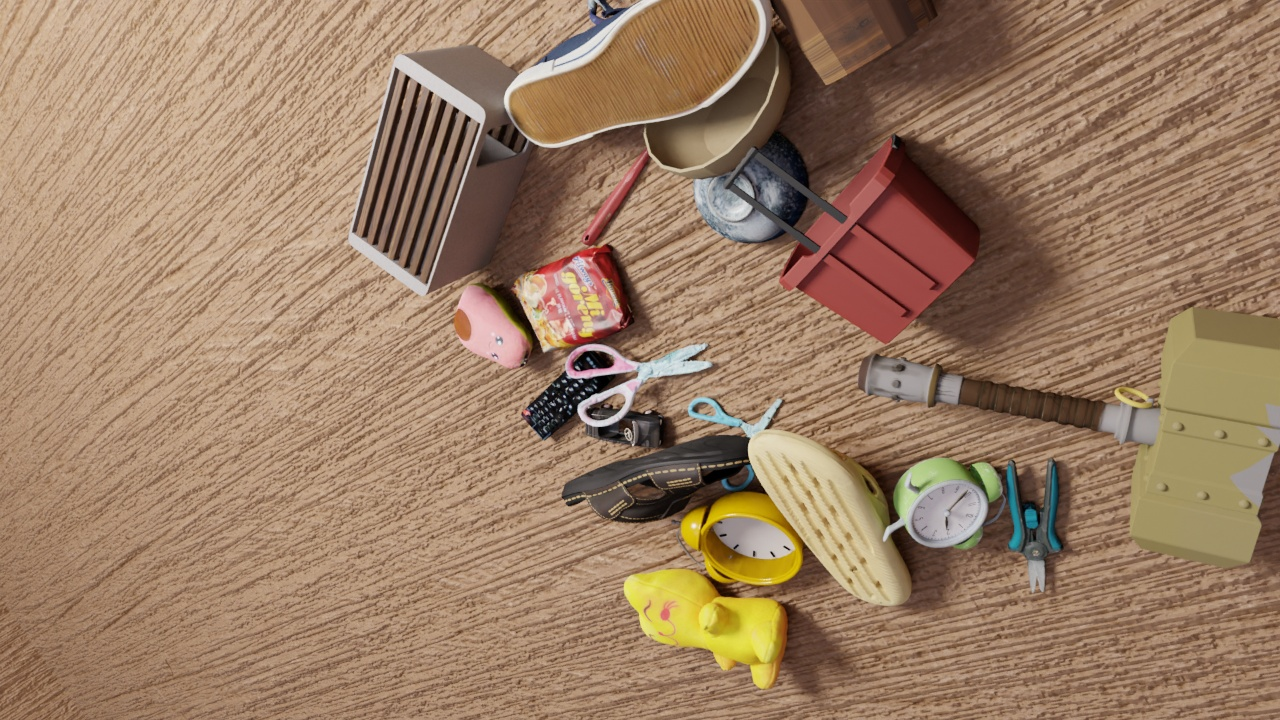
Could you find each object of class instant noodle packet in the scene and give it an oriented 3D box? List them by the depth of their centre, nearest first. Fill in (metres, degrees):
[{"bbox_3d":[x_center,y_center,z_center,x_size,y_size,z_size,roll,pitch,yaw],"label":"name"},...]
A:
[{"bbox_3d":[-0.075,-0.066,1.022,0.136,0.039,0.098,-16,96,34],"label":"instant noodle packet"}]

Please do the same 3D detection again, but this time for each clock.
[{"bbox_3d":[0.296,0.137,0.885,0.119,0.042,0.094,9,117,-11],"label":"clock"},{"bbox_3d":[0.113,0.199,1.017,0.152,0.051,0.113,-18,120,32],"label":"clock"}]

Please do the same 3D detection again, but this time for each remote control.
[{"bbox_3d":[-0.085,0.040,1.086,0.047,0.022,0.151,49,127,1],"label":"remote control"}]

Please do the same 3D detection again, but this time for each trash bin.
[{"bbox_3d":[-0.209,-0.204,0.987,0.114,0.114,0.229,35,124,11],"label":"trash bin"}]

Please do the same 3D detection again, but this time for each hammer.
[{"bbox_3d":[0.352,0.041,0.792,0.325,0.100,0.190,11,117,25],"label":"hammer"}]

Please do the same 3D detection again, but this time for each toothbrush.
[{"bbox_3d":[-0.012,-0.188,0.944,0.016,0.016,0.190,43,125,5],"label":"toothbrush"}]

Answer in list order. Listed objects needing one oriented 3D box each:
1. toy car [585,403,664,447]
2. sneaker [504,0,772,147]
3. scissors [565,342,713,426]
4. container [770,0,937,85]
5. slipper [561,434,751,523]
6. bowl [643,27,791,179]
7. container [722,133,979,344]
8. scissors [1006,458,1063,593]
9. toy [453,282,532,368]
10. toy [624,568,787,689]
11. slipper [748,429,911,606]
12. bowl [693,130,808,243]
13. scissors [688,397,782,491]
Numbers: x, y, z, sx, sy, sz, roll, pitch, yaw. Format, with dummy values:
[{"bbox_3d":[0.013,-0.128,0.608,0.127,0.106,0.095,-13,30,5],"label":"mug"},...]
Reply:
[{"bbox_3d":[-0.020,0.077,1.048,0.092,0.037,0.040,8,115,13],"label":"toy car"},{"bbox_3d":[0.003,-0.291,0.832,0.295,0.127,0.121,-7,130,45],"label":"sneaker"},{"bbox_3d":[0.004,0.027,1.012,0.179,0.016,0.103,-6,95,18],"label":"scissors"},{"bbox_3d":[0.151,-0.322,0.733,0.132,0.131,0.167,-25,104,35],"label":"container"},{"bbox_3d":[0.020,0.140,1.015,0.269,0.112,0.075,-20,88,39],"label":"slipper"},{"bbox_3d":[0.076,-0.229,0.826,0.153,0.050,0.152,-21,59,38],"label":"bowl"},{"bbox_3d":[0.177,-0.125,0.800,0.201,0.126,0.148,38,125,-3],"label":"container"},{"bbox_3d":[0.373,0.156,0.881,0.142,0.019,0.128,40,119,0],"label":"scissors"},{"bbox_3d":[-0.171,-0.037,1.079,0.110,0.051,0.090,34,125,11],"label":"toy"},{"bbox_3d":[0.081,0.297,1.066,0.194,0.087,0.134,13,146,26],"label":"toy"},{"bbox_3d":[0.209,0.148,0.933,0.111,0.079,0.261,-1,132,49],"label":"slipper"},{"bbox_3d":[0.096,-0.160,0.870,0.114,0.060,0.114,12,118,24],"label":"bowl"},{"bbox_3d":[0.105,0.079,1.005,0.133,0.015,0.135,36,119,9],"label":"scissors"}]
